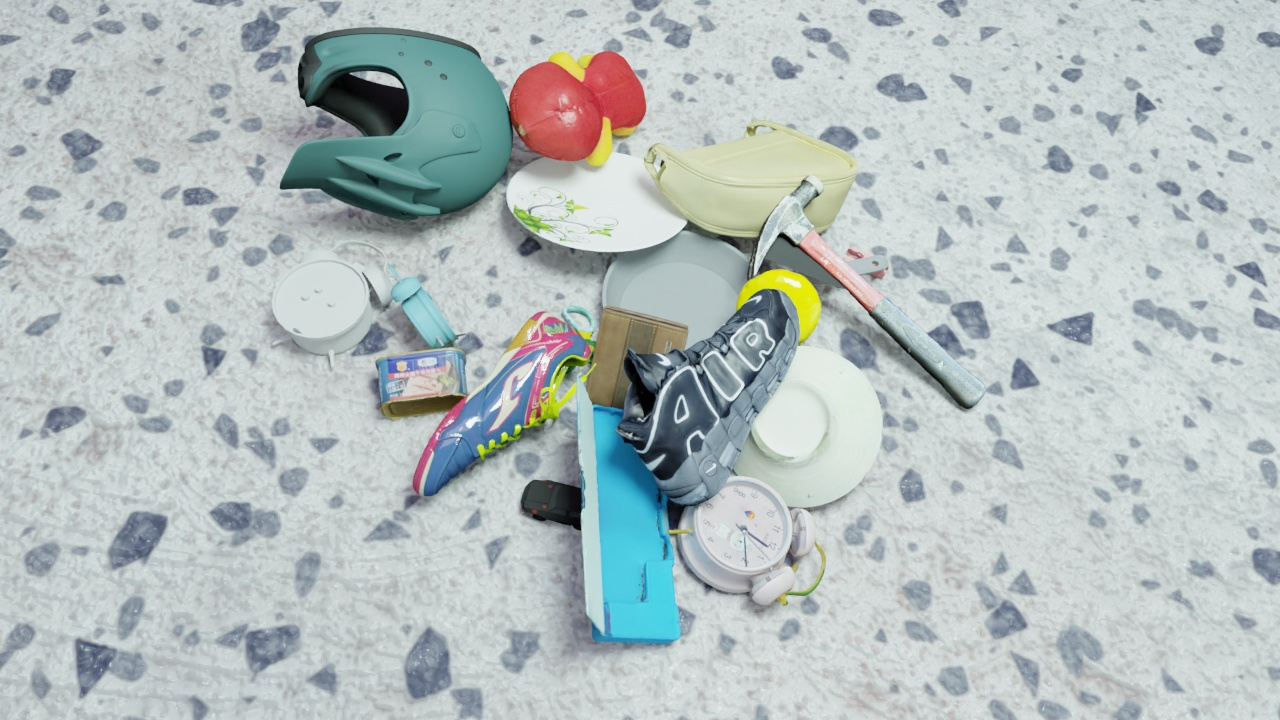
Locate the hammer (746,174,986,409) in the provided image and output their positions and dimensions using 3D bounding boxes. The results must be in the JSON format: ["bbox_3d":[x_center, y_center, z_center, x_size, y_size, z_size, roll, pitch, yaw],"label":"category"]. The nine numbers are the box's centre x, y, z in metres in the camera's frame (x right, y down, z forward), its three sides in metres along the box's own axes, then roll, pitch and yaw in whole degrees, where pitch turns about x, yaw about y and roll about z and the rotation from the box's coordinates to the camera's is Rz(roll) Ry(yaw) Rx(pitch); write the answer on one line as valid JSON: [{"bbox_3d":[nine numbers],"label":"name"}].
[{"bbox_3d":[0.267,-0.058,1.066,0.326,0.036,0.140,43,83,-1],"label":"hammer"}]

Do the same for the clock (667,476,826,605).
[{"bbox_3d":[0.117,0.186,0.951,0.158,0.059,0.116,32,62,7],"label":"clock"}]

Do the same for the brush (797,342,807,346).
[{"bbox_3d":[0.170,0.023,1.058,0.049,0.039,0.117,34,67,13],"label":"brush"}]

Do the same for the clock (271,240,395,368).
[{"bbox_3d":[-0.354,-0.078,1.061,0.120,0.061,0.158,20,63,7],"label":"clock"}]

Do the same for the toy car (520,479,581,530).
[{"bbox_3d":[-0.081,0.150,0.972,0.092,0.036,0.042,13,61,3],"label":"toy car"}]

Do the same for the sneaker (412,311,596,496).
[{"bbox_3d":[-0.142,0.057,0.976,0.091,0.116,0.241,37,74,3],"label":"sneaker"}]

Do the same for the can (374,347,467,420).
[{"bbox_3d":[-0.241,0.027,1.018,0.099,0.054,0.059,-7,64,-7],"label":"can"}]

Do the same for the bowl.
[{"bbox_3d":[0.165,0.067,0.978,0.177,0.057,0.176,-3,81,19],"label":"bowl"}]

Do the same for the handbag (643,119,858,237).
[{"bbox_3d":[0.140,-0.225,1.149,0.232,0.089,0.191,-19,49,-32],"label":"handbag"}]

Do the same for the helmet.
[{"bbox_3d":[-0.284,-0.266,1.085,0.274,0.177,0.200,-1,75,-31],"label":"helmet"}]

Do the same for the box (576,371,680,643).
[{"bbox_3d":[-0.034,0.154,0.924,0.070,0.170,0.243,-20,59,27],"label":"box"}]

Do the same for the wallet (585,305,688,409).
[{"bbox_3d":[-0.006,0.006,1.022,0.099,0.121,0.026,16,20,5],"label":"wallet"}]

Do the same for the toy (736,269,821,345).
[{"bbox_3d":[0.154,-0.056,1.029,0.096,0.094,0.041,-8,19,18],"label":"toy"}]

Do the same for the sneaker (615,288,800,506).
[{"bbox_3d":[0.055,0.009,0.944,0.150,0.097,0.252,37,74,-26],"label":"sneaker"}]

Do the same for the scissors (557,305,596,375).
[{"bbox_3d":[-0.062,-0.017,1.078,0.125,0.011,0.130,-6,63,-13],"label":"scissors"}]

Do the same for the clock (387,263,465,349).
[{"bbox_3d":[-0.250,-0.063,1.048,0.042,0.087,0.123,-36,80,-7],"label":"clock"}]

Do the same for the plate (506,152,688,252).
[{"bbox_3d":[-0.052,-0.192,1.147,0.229,0.030,0.228,4,42,-4],"label":"plate"}]

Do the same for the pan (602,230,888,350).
[{"bbox_3d":[0.129,-0.080,1.104,0.356,0.051,0.200,-10,63,-13],"label":"pan"}]

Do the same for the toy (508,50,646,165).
[{"bbox_3d":[-0.077,-0.319,1.147,0.147,0.099,0.215,54,41,-5],"label":"toy"}]

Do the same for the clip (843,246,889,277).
[{"bbox_3d":[0.281,-0.120,1.155,0.044,0.023,0.060,-40,69,-17],"label":"clip"}]
